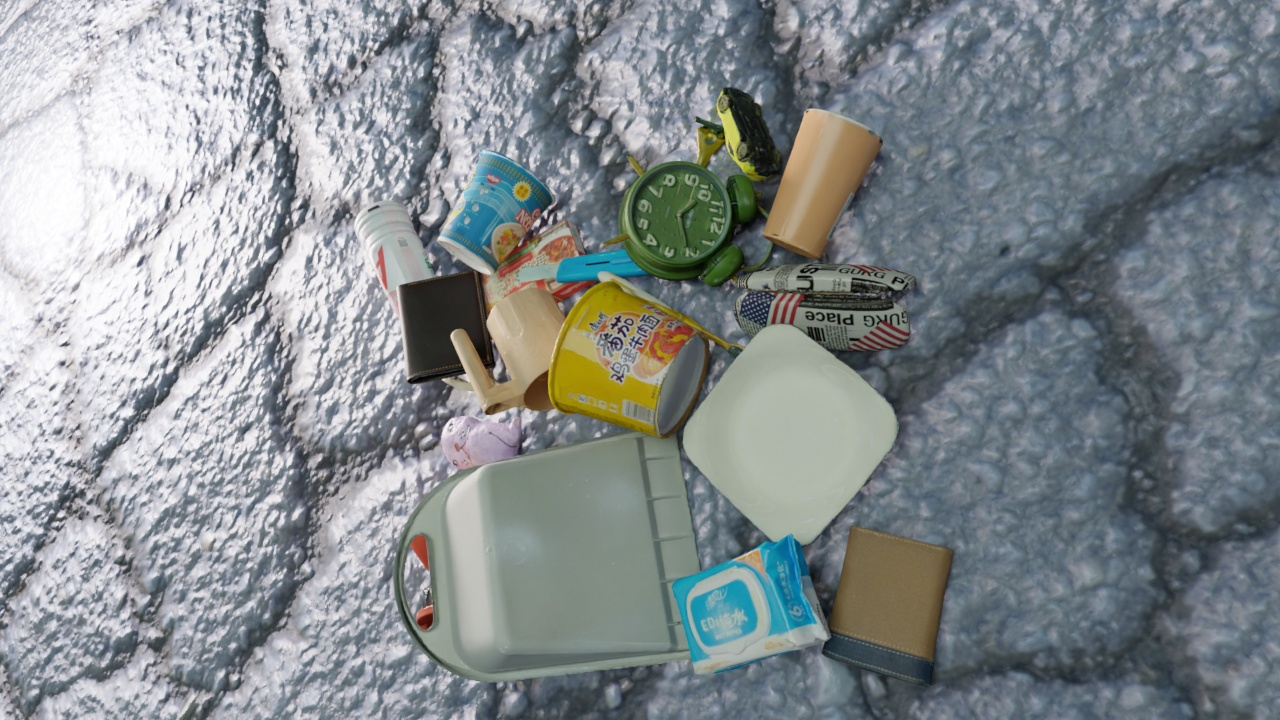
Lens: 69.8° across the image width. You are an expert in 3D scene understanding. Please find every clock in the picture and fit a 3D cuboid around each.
[{"bbox_3d":[0.053,-0.135,0.898,0.161,0.056,0.116,15,87,0],"label":"clock"}]

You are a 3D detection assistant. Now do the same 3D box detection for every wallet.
[{"bbox_3d":[-0.214,-0.039,1.003,0.096,0.020,0.122,-12,65,-3],"label":"wallet"},{"bbox_3d":[0.206,0.203,0.767,0.090,0.033,0.115,9,81,27],"label":"wallet"}]

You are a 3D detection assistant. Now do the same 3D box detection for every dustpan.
[{"bbox_3d":[-0.092,0.190,0.874,0.143,0.257,0.222,-39,55,56],"label":"dustpan"}]

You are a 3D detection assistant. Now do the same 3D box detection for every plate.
[{"bbox_3d":[0.135,0.066,0.829,0.163,0.034,0.164,44,105,25],"label":"plate"}]

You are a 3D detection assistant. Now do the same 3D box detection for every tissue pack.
[{"bbox_3d":[0.093,0.213,0.790,0.140,0.063,0.090,-32,65,37],"label":"tissue pack"}]

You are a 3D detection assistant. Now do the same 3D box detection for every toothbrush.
[{"bbox_3d":[0.032,-0.043,0.910,0.191,0.018,0.016,31,106,20],"label":"toothbrush"}]

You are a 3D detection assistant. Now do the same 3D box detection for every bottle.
[{"bbox_3d":[-0.273,-0.095,1.077,0.068,0.068,0.197,-35,67,16],"label":"bottle"}]

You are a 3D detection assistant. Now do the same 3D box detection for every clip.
[{"bbox_3d":[-0.167,0.027,1.018,0.104,0.082,0.034,23,88,8],"label":"clip"}]

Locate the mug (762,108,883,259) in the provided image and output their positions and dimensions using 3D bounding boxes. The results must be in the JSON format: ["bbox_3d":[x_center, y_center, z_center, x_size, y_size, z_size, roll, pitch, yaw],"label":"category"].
[{"bbox_3d":[0.165,-0.161,0.856,0.078,0.078,0.123,26,96,30],"label":"mug"}]

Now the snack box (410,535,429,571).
[{"bbox_3d":[-0.187,0.174,0.949,0.080,0.091,0.082,-47,72,19],"label":"snack box"}]

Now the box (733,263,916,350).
[{"bbox_3d":[0.165,-0.044,0.838,0.163,0.076,0.088,6,103,26],"label":"box"}]

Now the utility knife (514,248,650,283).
[{"bbox_3d":[-0.041,-0.098,0.957,0.191,0.018,0.034,-6,74,14],"label":"utility knife"}]

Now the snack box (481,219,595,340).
[{"bbox_3d":[-0.128,-0.087,1.018,0.153,0.025,0.075,-27,66,20],"label":"snack box"}]

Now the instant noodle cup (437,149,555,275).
[{"bbox_3d":[-0.163,-0.156,1.001,0.099,0.099,0.109,25,79,30],"label":"instant noodle cup"}]

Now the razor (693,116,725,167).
[{"bbox_3d":[0.056,-0.184,0.942,0.043,0.028,0.132,18,84,-4],"label":"razor"}]

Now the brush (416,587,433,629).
[{"bbox_3d":[-0.169,0.255,0.936,0.146,0.063,0.069,-22,55,23],"label":"brush"}]

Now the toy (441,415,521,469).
[{"bbox_3d":[-0.170,0.095,0.990,0.108,0.038,0.084,6,102,27],"label":"toy"}]

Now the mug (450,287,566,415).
[{"bbox_3d":[-0.122,-0.006,0.949,0.124,0.084,0.103,-19,60,-20],"label":"mug"}]

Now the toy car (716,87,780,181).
[{"bbox_3d":[0.104,-0.226,0.919,0.032,0.048,0.105,-38,61,45],"label":"toy car"}]

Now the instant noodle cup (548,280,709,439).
[{"bbox_3d":[-0.005,0.005,0.875,0.110,0.138,0.138,21,88,22],"label":"instant noodle cup"}]
